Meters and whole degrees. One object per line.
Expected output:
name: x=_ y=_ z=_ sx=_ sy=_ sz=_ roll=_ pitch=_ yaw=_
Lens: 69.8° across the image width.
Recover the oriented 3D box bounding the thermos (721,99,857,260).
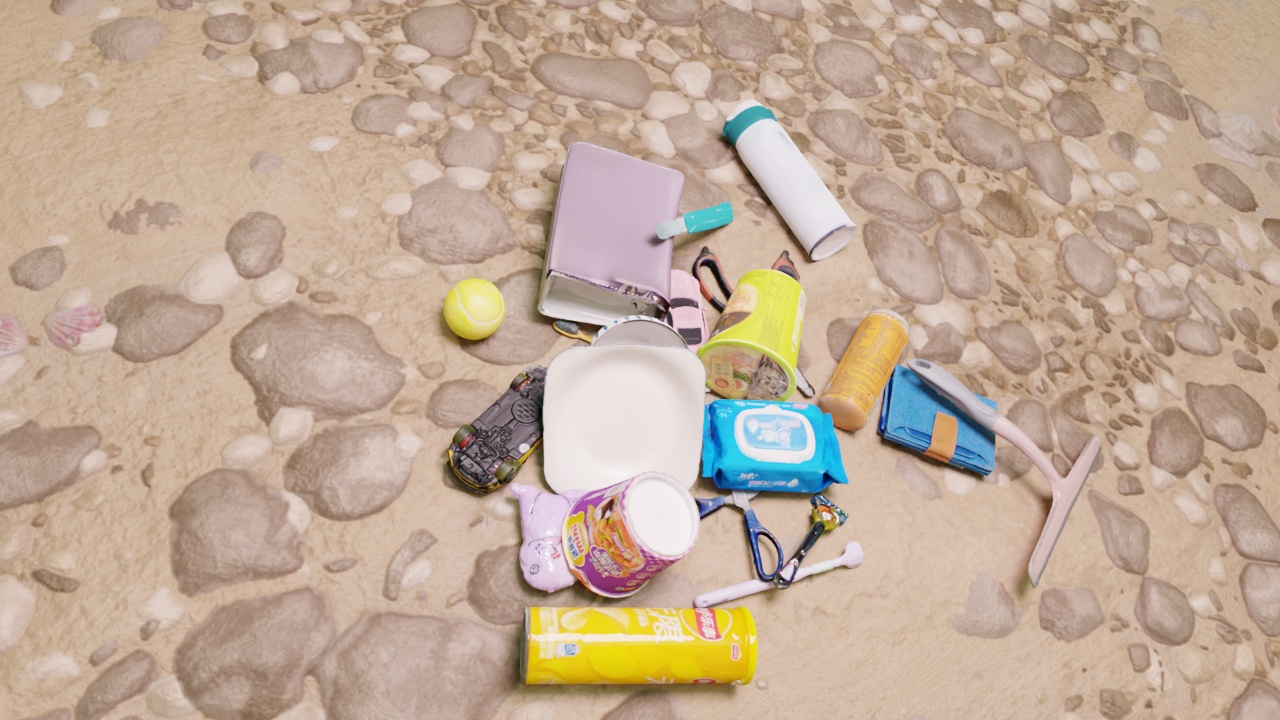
thermos: x=0.185 y=-0.234 z=1.159 sx=0.073 sy=0.073 sz=0.224 roll=-22 pitch=69 yaw=-23

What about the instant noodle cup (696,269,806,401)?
instant noodle cup: x=0.129 y=-0.031 z=1.008 sx=0.111 sy=0.112 sz=0.123 roll=23 pitch=57 yaw=0

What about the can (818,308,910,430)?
can: x=0.257 y=0.009 z=1.050 sx=0.058 sy=0.058 sz=0.145 roll=32 pitch=60 yaw=5

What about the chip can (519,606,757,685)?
chip can: x=-0.003 y=0.263 z=0.849 sx=0.213 sy=0.072 sz=0.072 roll=4 pitch=62 yaw=-10

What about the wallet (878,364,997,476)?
wallet: x=0.343 y=0.068 z=1.053 sx=0.133 sy=0.040 sz=0.106 roll=20 pitch=55 yaw=-2

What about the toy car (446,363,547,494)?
toy car: x=-0.129 y=0.069 z=0.940 sx=0.071 sy=0.041 sz=0.155 roll=37 pitch=58 yaw=8

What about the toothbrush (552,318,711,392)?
toothbrush: x=-0.008 y=-0.006 z=1.021 sx=0.191 sy=0.018 sz=0.016 roll=23 pitch=61 yaw=1

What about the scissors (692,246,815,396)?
scissors: x=0.138 y=-0.051 z=1.080 sx=0.189 sy=0.015 sz=0.226 roll=25 pitch=60 yaw=1

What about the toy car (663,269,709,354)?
toy car: x=0.047 y=-0.053 z=1.049 sx=0.056 sy=0.037 sz=0.122 roll=-2 pitch=62 yaw=-15

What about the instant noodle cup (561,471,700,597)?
instant noodle cup: x=-0.003 y=0.160 z=0.871 sx=0.111 sy=0.099 sz=0.111 roll=17 pitch=57 yaw=-29

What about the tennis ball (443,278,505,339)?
tennis ball: x=-0.177 y=-0.055 z=0.981 sx=0.065 sy=0.066 sz=0.065 roll=5 pitch=61 yaw=-10

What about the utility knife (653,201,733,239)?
utility knife: x=0.066 y=-0.163 z=1.063 sx=0.222 sy=0.013 sz=0.029 roll=-27 pitch=105 yaw=-59

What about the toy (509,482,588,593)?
toy: x=-0.086 y=0.173 z=0.896 sx=0.083 sy=0.039 sz=0.107 roll=4 pitch=60 yaw=-18

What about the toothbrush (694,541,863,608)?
toothbrush: x=0.142 y=0.221 z=0.934 sx=0.189 sy=0.021 sz=0.029 roll=-12 pitch=98 yaw=-17

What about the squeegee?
squeegee: x=0.398 y=0.079 z=1.021 sx=0.249 sy=0.040 sz=0.246 roll=43 pitch=53 yaw=5

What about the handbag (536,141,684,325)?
handbag: x=-0.032 y=-0.136 z=1.037 sx=0.145 sy=0.099 sz=0.196 roll=10 pitch=58 yaw=-6

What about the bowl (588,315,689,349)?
bowl: x=-0.006 y=0.006 z=0.976 sx=0.116 sy=0.066 sz=0.116 roll=-2 pitch=106 yaw=-8

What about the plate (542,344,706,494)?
plate: x=-0.018 y=0.061 z=0.936 sx=0.164 sy=0.034 sz=0.164 roll=1 pitch=105 yaw=-9

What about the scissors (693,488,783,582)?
scissors: x=0.096 y=0.152 z=0.958 sx=0.162 sy=0.012 sz=0.172 roll=-5 pitch=57 yaw=-10

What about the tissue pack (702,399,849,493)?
tissue pack: x=0.141 y=0.088 z=0.971 sx=0.157 sy=0.052 sz=0.094 roll=4 pitch=53 yaw=-8

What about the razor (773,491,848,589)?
razor: x=0.172 y=0.184 z=0.939 sx=0.042 sy=0.022 sz=0.142 roll=38 pitch=45 yaw=11
